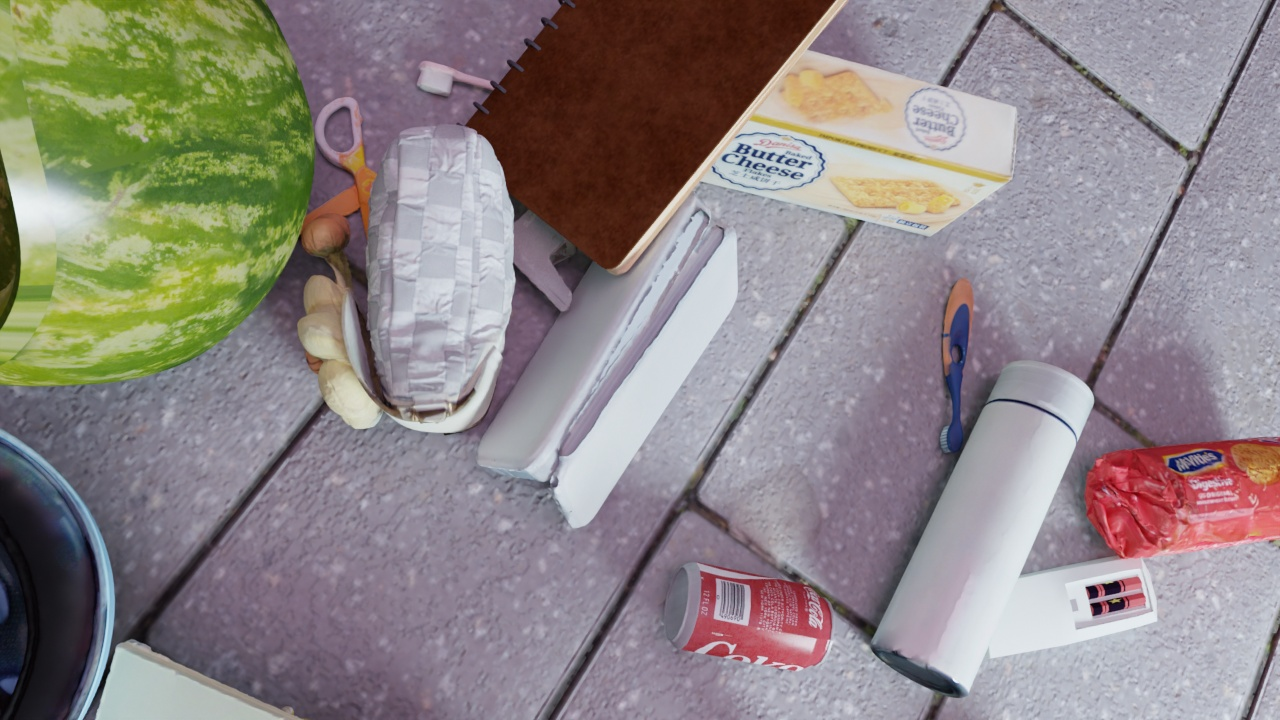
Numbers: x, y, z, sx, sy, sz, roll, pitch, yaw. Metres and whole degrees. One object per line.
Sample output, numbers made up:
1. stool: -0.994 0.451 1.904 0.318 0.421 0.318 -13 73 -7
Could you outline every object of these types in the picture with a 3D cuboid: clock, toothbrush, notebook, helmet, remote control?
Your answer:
1. clock: -0.172 0.262 0.464 0.117 0.081 0.159 -30 88 10
2. toothbrush: 0.231 0.003 0.671 0.021 0.017 0.135 15 72 -15
3. notebook: 0.000 -0.183 0.572 0.167 0.024 0.225 40 92 26
4. helmet: -0.275 -0.109 0.445 0.213 0.246 0.243 -4 118 10
5. remote control: 0.302 0.171 0.646 0.143 0.024 0.049 -6 79 -16
6. helmet: -0.364 0.132 0.402 0.265 0.167 0.225 -26 87 -17
7. notebook: -0.194 0.276 0.421 0.182 0.010 0.252 20 97 8
8. toothbrush: -0.062 -0.175 0.632 0.181 0.016 0.018 11 82 -12

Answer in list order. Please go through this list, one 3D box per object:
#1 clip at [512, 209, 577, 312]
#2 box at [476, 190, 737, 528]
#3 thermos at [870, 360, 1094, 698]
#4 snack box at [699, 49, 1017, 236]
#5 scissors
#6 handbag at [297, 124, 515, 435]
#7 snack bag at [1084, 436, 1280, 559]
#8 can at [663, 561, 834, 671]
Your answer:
1. clip: -0.064 -0.081 0.595 0.054 0.038 0.101 -39 73 -24
2. box: 0.003 0.008 0.573 0.110 0.108 0.216 38 71 -21
3. thermos: 0.233 0.108 0.620 0.068 0.068 0.229 33 71 -6
4. snack box: 0.138 -0.150 0.632 0.207 0.104 0.057 11 74 -12
5. scissors: -0.176 -0.116 0.590 0.125 0.011 0.129 -35 88 -20
6. handbag: -0.134 -0.046 0.530 0.123 0.112 0.171 2 82 -4
7. snack bag: 0.410 0.099 0.664 0.176 0.082 0.082 -4 79 -15
8. can: 0.067 0.160 0.571 0.096 0.054 0.054 14 74 -12
